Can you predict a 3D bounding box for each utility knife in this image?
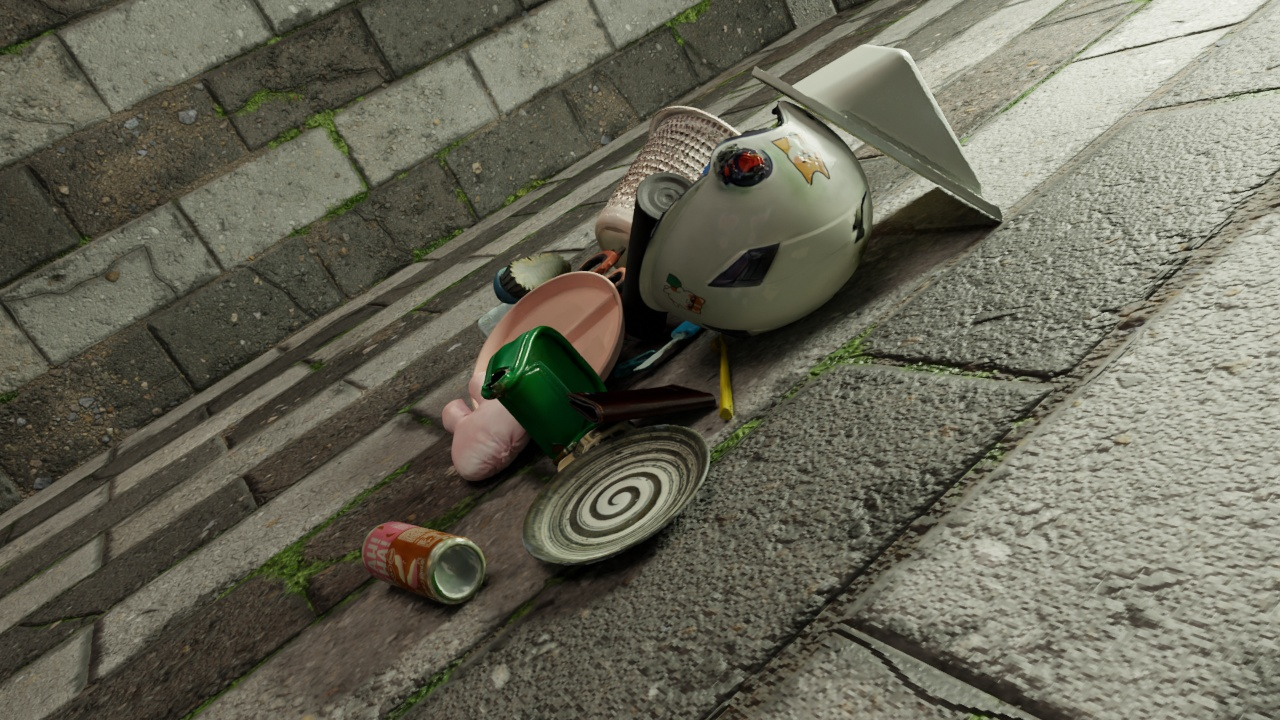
[{"bbox_3d":[0.068,-0.046,1.095,0.215,0.018,0.034,-38,23,-31],"label":"utility knife"}]

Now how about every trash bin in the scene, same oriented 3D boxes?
[{"bbox_3d":[0.049,-0.205,1.279,0.191,0.227,0.228,-50,26,-20],"label":"trash bin"}]

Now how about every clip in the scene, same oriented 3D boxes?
[{"bbox_3d":[-0.007,0.006,1.083,0.055,0.013,0.038,-23,19,18],"label":"clip"}]

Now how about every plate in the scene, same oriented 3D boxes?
[{"bbox_3d":[-0.018,0.117,0.789,0.179,0.024,0.179,-23,25,11],"label":"plate"},{"bbox_3d":[-0.111,-0.008,1.115,0.230,0.028,0.229,-23,47,26],"label":"plate"}]

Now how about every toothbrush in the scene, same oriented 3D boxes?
[{"bbox_3d":[0.082,0.014,0.934,0.017,0.016,0.189,-29,19,14],"label":"toothbrush"}]

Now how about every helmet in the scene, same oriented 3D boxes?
[{"bbox_3d":[0.142,-0.122,0.956,0.157,0.230,0.273,37,60,22],"label":"helmet"}]

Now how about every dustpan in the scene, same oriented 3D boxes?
[{"bbox_3d":[0.247,-0.249,1.021,0.143,0.258,0.222,-31,18,10],"label":"dustpan"}]

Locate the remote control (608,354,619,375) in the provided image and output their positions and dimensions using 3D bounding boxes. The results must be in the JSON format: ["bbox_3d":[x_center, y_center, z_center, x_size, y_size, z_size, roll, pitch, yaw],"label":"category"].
[{"bbox_3d":[-0.079,0.028,1.109,0.137,0.024,0.053,-25,25,22],"label":"remote control"}]

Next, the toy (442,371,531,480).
[{"bbox_3d":[-0.174,0.070,1.044,0.121,0.054,0.159,-46,37,0],"label":"toy"}]

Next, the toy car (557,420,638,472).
[{"bbox_3d":[-0.042,0.088,0.890,0.090,0.035,0.042,-34,19,-10],"label":"toy car"}]

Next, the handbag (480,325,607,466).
[{"bbox_3d":[-0.097,0.038,0.953,0.068,0.131,0.120,-33,20,25],"label":"handbag"}]

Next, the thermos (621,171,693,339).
[{"bbox_3d":[0.014,-0.122,1.068,0.068,0.243,0.089,2,61,-7],"label":"thermos"}]

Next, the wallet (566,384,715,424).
[{"bbox_3d":[-0.001,0.040,0.907,0.122,0.020,0.096,-5,11,-22],"label":"wallet"}]

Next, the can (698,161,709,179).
[{"bbox_3d":[0.101,-0.193,1.055,0.083,0.057,0.102,-57,-22,16],"label":"can"}]

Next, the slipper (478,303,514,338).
[{"bbox_3d":[-0.149,-0.018,1.263,0.104,0.074,0.245,-29,35,-5],"label":"slipper"}]

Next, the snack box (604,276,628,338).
[{"bbox_3d":[-0.060,-0.054,1.213,0.091,0.082,0.080,-31,26,14],"label":"snack box"}]

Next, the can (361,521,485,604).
[{"bbox_3d":[-0.200,0.182,0.835,0.057,0.058,0.148,-41,22,-32],"label":"can"}]

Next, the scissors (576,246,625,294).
[{"bbox_3d":[-0.103,-0.083,1.205,0.203,0.015,0.203,9,59,46],"label":"scissors"}]

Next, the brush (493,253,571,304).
[{"bbox_3d":[-0.153,-0.106,1.255,0.074,0.055,0.143,-36,-4,31],"label":"brush"}]
